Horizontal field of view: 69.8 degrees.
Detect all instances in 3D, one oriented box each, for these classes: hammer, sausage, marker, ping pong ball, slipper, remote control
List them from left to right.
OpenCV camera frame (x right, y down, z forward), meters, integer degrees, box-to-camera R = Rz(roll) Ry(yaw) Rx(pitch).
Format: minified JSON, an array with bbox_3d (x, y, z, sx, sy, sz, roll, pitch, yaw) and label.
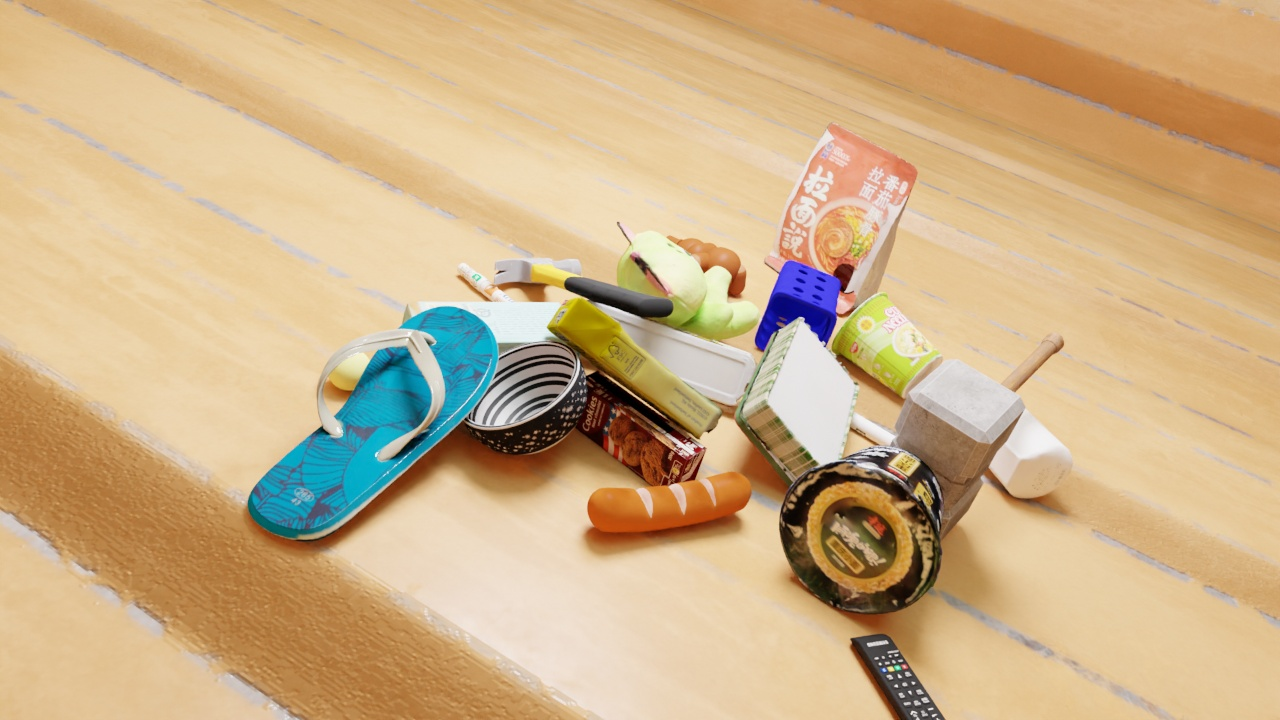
[{"bbox_3d":[-0.275,0.008,0.865,0.040,0.040,0.040,12,32,-8],"label":"ping pong ball"},{"bbox_3d":[-0.215,0.033,0.786,0.118,0.060,0.293,23,45,12],"label":"slipper"},{"bbox_3d":[-0.164,-0.072,1.065,0.145,0.017,0.017,37,37,29],"label":"marker"},{"bbox_3d":[-0.065,-0.082,1.000,0.127,0.029,0.324,-2,13,-28],"label":"hammer"},{"bbox_3d":[0.028,0.128,0.820,0.164,0.044,0.039,-3,32,-29],"label":"sausage"},{"bbox_3d":[0.284,0.095,1.021,0.133,0.017,0.020,32,-2,23],"label":"marker"},{"bbox_3d":[0.212,0.271,0.713,0.033,0.015,0.146,0,35,-25],"label":"remote control"},{"bbox_3d":[0.366,0.041,0.947,0.083,0.163,0.316,36,48,27],"label":"hammer"}]

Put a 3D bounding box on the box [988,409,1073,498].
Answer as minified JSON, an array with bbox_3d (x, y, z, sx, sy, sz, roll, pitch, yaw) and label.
[{"bbox_3d":[0.392,0.082,1.034,0.125,0.085,0.155,-2,34,-16],"label":"box"}]

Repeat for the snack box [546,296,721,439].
[{"bbox_3d":[-0.006,0.005,0.896,0.181,0.045,0.121,37,-4,-9],"label":"snack box"}]

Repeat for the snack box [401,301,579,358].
[{"bbox_3d":[-0.155,-0.021,0.956,0.174,0.053,0.075,-3,37,-26],"label":"snack box"}]

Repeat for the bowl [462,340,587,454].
[{"bbox_3d":[-0.101,0.045,0.855,0.120,0.066,0.120,-15,36,11],"label":"bowl"}]

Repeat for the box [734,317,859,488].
[{"bbox_3d":[0.168,0.043,0.969,0.117,0.051,0.205,47,32,-10],"label":"box"}]

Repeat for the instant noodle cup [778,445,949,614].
[{"bbox_3d":[0.206,0.138,0.816,0.137,0.137,0.112,30,25,20],"label":"instant noodle cup"}]

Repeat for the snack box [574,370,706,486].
[{"bbox_3d":[-0.006,0.071,0.886,0.141,0.051,0.031,34,36,26],"label":"snack box"}]

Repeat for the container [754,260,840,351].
[{"bbox_3d":[0.201,-0.062,1.159,0.085,0.085,0.113,22,31,4],"label":"container"}]

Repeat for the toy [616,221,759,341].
[{"bbox_3d":[0.042,-0.079,1.061,0.196,0.107,0.150,17,28,-38],"label":"toy"}]

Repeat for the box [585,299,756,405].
[{"bbox_3d":[0.023,-0.008,1.009,0.210,0.064,0.037,19,10,4],"label":"box"}]

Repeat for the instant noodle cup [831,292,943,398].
[{"bbox_3d":[0.309,-0.014,1.135,0.098,0.099,0.108,-19,54,-43],"label":"instant noodle cup"}]

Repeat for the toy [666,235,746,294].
[{"bbox_3d":[0.082,-0.132,1.248,0.128,0.065,0.094,29,25,34],"label":"toy"}]

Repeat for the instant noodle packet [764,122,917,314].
[{"bbox_3d":[0.287,-0.200,1.284,0.083,0.221,0.164,-11,41,-39],"label":"instant noodle packet"}]
